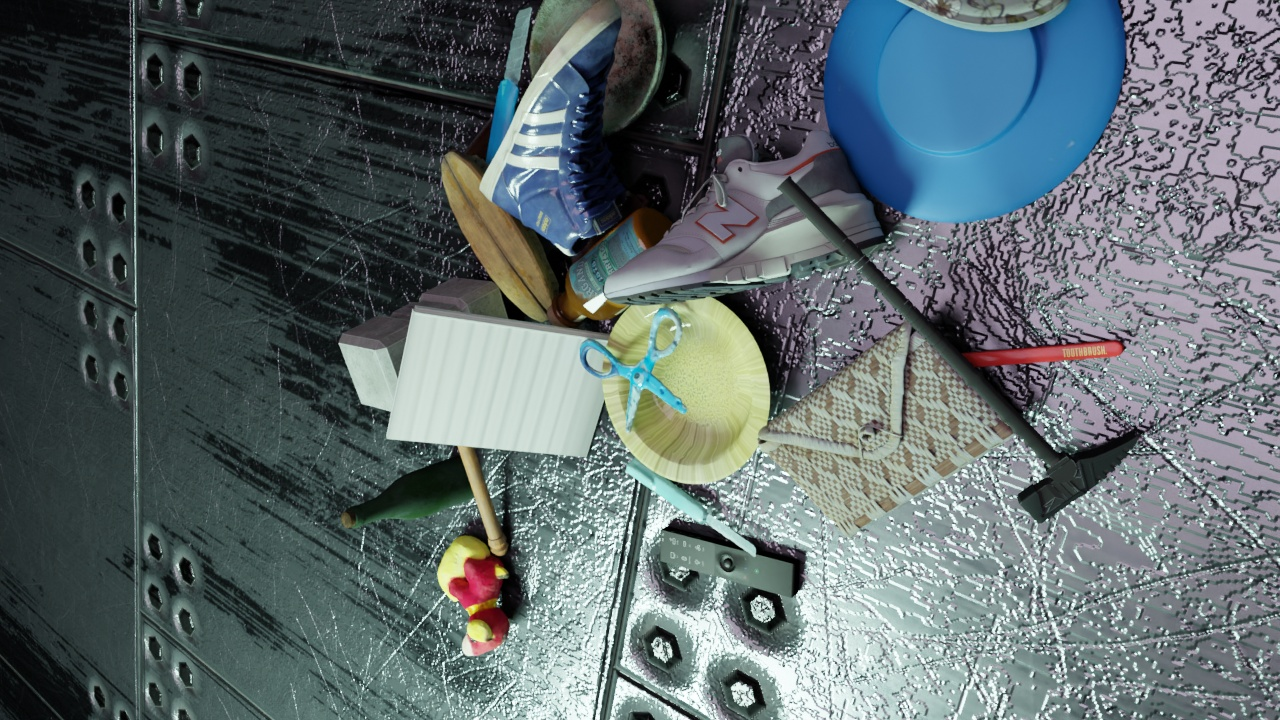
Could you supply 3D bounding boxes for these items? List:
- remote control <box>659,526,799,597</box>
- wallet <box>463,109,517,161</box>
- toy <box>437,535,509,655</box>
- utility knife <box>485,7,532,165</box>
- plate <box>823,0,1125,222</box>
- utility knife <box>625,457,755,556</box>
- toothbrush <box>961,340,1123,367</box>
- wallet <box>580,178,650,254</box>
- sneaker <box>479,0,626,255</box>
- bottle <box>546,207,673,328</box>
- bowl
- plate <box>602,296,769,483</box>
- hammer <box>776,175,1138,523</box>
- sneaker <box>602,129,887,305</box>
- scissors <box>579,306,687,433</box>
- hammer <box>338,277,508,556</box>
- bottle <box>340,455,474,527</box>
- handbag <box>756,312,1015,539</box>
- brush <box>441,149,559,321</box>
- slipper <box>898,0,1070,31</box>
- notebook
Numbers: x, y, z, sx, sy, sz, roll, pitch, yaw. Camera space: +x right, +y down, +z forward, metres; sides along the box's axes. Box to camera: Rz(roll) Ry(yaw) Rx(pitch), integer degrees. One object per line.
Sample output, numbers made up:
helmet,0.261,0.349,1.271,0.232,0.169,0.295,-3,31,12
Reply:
remote control,0.084,0.195,0.896,0.150,0.013,0.034,8,104,34
wallet,-0.139,-0.194,0.968,0.100,0.031,0.120,-40,78,36
toy,-0.191,0.272,1.083,0.106,0.067,0.137,-38,65,32
utility knife,-0.136,-0.243,0.926,0.031,0.015,0.222,27,119,21
plate,0.240,-0.217,0.695,0.225,0.024,0.224,8,104,34
utility knife,0.048,0.144,0.905,0.166,0.015,0.022,33,115,31
toothbrush,0.263,0.000,0.727,0.213,0.017,0.012,-6,96,36
wallet,-0.058,-0.160,0.910,0.115,0.018,0.092,40,121,2
sneaker,-0.048,-0.188,0.820,0.118,0.091,0.234,44,130,1
bottle,-0.032,-0.079,0.889,0.157,0.067,0.068,-34,79,35
bowl,-0.034,-0.289,0.866,0.158,0.038,0.157,8,104,34
plate,0.048,0.023,0.872,0.185,0.036,0.184,8,104,34
hammer,0.224,-0.021,0.680,0.325,0.015,0.095,45,112,-3
sneaker,0.077,-0.124,0.777,0.240,0.088,0.124,-10,87,13
scissors,-0.006,0.005,0.878,0.140,0.011,0.134,24,114,30
hammer,-0.196,0.086,1.011,0.083,0.162,0.318,10,123,41
bottle,-0.260,0.154,1.032,0.055,0.173,0.055,8,104,34
handbag,0.195,0.060,0.753,0.124,0.046,0.186,45,123,-4
brush,-0.142,-0.128,0.942,0.059,0.043,0.195,-26,104,23
slipper,0.191,-0.317,0.678,0.269,0.054,0.098,30,96,34
notebook,-0.134,0.026,0.917,0.009,0.209,0.143,-123,46,-57
